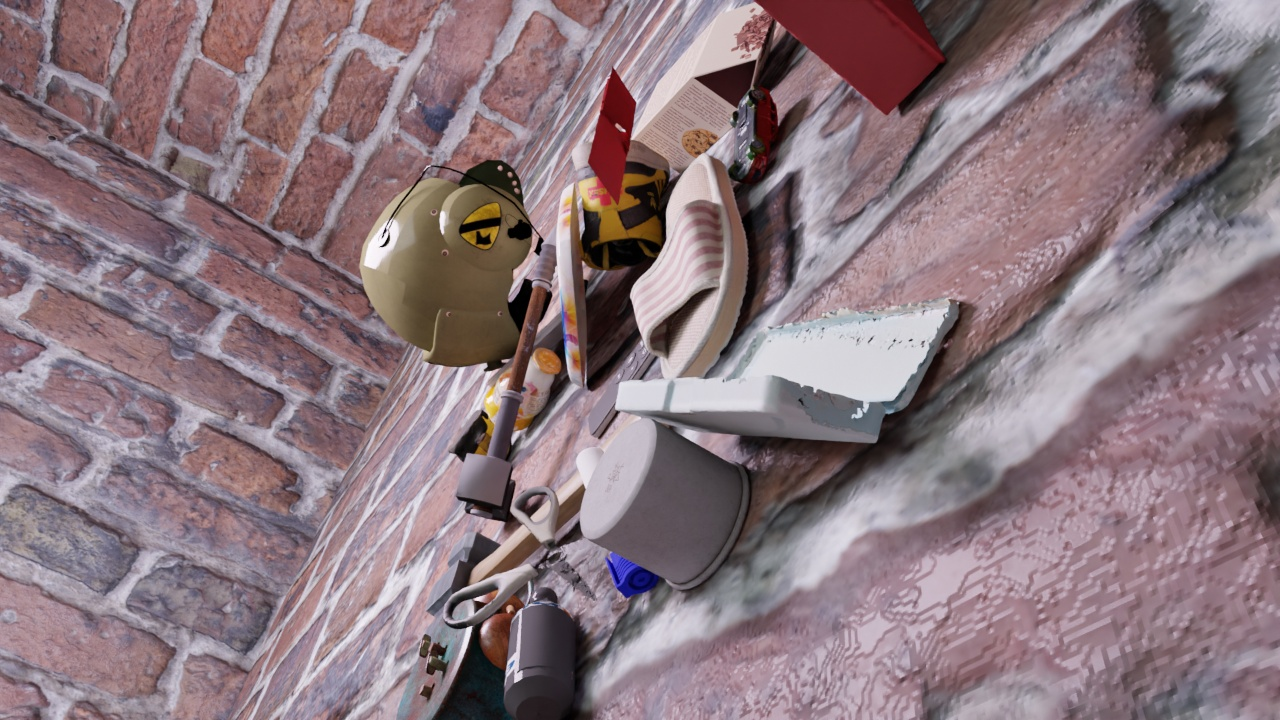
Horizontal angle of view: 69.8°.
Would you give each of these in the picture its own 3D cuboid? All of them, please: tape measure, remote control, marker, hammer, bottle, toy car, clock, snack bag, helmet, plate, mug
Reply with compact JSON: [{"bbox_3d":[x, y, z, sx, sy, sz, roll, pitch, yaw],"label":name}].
[{"bbox_3d":[-0.184,0.099,1.090,0.065,0.064,0.037,-56,22,-16],"label":"tape measure"},{"bbox_3d":[-0.005,0.005,0.829,0.147,0.008,0.045,-55,18,15],"label":"remote control"},{"bbox_3d":[-0.020,0.106,0.628,0.027,0.023,0.133,-36,33,3],"label":"marker"},{"bbox_3d":[-0.083,0.139,0.773,0.324,0.051,0.117,-45,22,33],"label":"hammer"},{"bbox_3d":[-0.133,0.033,1.055,0.109,0.063,0.063,-47,21,35],"label":"bottle"},{"bbox_3d":[-0.068,0.198,0.627,0.047,0.047,0.112,-54,18,20],"label":"bottle"},{"bbox_3d":[0.100,-0.198,0.813,0.042,0.036,0.091,135,147,-60],"label":"toy car"},{"bbox_3d":[-0.130,0.232,0.705,0.157,0.073,0.121,-59,17,-1],"label":"clock"},{"bbox_3d":[0.080,-0.299,0.983,0.207,0.070,0.094,-31,34,58],"label":"snack bag"},{"bbox_3d":[-0.207,-0.102,1.123,0.232,0.255,0.251,-60,14,-12],"label":"helmet"},{"bbox_3d":[-0.126,-0.014,1.103,0.136,0.011,0.050,-43,-14,4],"label":"remote control"},{"bbox_3d":[-0.122,0.002,0.943,0.156,0.043,0.321,109,174,-72],"label":"hammer"},{"bbox_3d":[-0.072,-0.080,0.960,0.186,0.016,0.187,-94,1,-61],"label":"plate"},{"bbox_3d":[0.008,0.085,0.559,0.084,0.070,0.113,-64,19,-14],"label":"mug"}]

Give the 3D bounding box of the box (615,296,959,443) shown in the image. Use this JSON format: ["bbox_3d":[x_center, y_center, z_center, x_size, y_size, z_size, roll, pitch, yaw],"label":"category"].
[{"bbox_3d":[0.071,0.006,0.510,0.122,0.078,0.198,-45,14,-18],"label":"box"}]

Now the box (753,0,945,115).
[{"bbox_3d":[0.032,-0.313,0.639,0.211,0.378,0.124,-85,14,-53],"label":"box"}]

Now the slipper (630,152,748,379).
[{"bbox_3d":[0.035,-0.087,0.763,0.115,0.052,0.262,-51,24,37],"label":"slipper"}]

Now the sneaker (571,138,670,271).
[{"bbox_3d":[-0.012,-0.159,0.999,0.238,0.086,0.122,-7,-90,-77],"label":"sneaker"}]

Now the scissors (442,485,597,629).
[{"bbox_3d":[-0.077,0.144,0.664,0.157,0.012,0.170,-38,27,-4],"label":"scissors"}]
